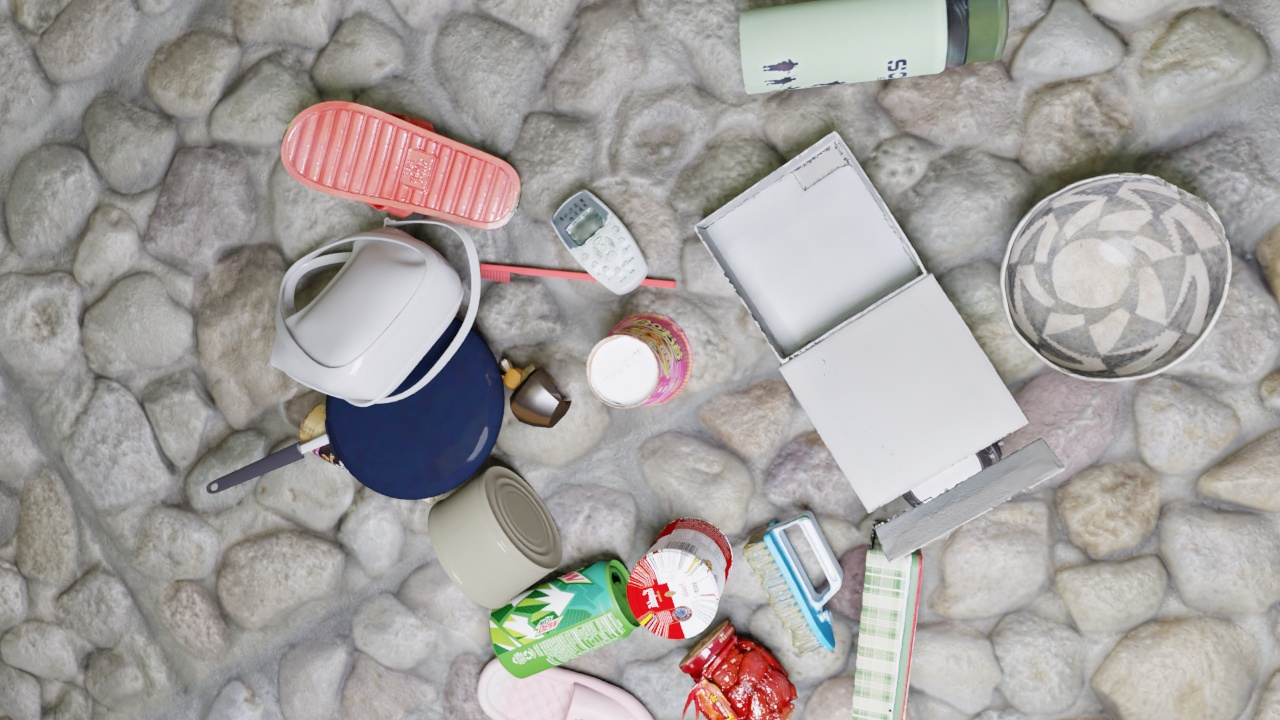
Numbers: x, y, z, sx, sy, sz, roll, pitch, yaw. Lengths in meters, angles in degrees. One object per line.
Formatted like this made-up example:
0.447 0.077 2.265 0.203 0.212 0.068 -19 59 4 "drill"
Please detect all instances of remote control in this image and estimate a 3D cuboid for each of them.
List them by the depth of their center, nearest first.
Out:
-0.040 -0.118 0.926 0.060 0.028 0.114 -39 79 6 "remote control"

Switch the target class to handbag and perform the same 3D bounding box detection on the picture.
-0.288 -0.065 0.946 0.223 0.095 0.215 26 72 37 "handbag"

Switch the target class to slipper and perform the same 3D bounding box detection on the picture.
-0.245 -0.202 0.959 0.248 0.059 0.103 14 99 -4 "slipper"
-0.076 0.388 0.987 0.222 0.055 0.107 23 99 11 "slipper"

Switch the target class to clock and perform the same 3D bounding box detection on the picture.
0.290 0.100 0.872 0.091 0.043 0.123 29 102 9 "clock"

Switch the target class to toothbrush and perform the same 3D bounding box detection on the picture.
-0.068 -0.083 0.953 0.213 0.012 0.018 6 98 13 "toothbrush"

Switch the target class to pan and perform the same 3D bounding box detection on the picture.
-0.309 0.074 0.963 0.357 0.021 0.198 -22 79 10 "pan"

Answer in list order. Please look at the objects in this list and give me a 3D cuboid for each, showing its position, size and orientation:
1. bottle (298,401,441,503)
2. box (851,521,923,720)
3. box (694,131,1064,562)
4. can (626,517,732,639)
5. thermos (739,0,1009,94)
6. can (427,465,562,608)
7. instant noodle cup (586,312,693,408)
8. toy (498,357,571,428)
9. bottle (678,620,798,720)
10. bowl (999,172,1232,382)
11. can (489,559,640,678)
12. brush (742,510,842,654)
-0.290 0.105 1.003 0.166 0.059 0.060 27 102 9 "bottle"
0.232 0.263 0.870 0.051 0.117 0.205 7 96 17 "box"
0.207 -0.020 0.851 0.166 0.098 0.368 -33 82 15 "box"
0.041 0.212 0.907 0.087 0.116 0.086 2 97 13 "can"
0.209 -0.295 0.832 0.232 0.082 0.082 -3 96 14 "thermos"
-0.147 0.180 0.943 0.073 0.127 0.128 -35 88 12 "can"
-0.005 0.005 0.898 0.098 0.108 0.098 2 97 13 "instant noodle cup"
-0.121 0.029 0.958 0.100 0.062 0.076 35 140 15 "toy"
0.095 0.330 0.920 0.099 0.098 0.111 -44 81 14 "bottle"
0.405 -0.073 0.805 0.178 0.081 0.178 2 97 14 "bowl"
-0.078 0.269 0.958 0.144 0.083 0.083 -26 90 13 "can"
0.164 0.224 0.910 0.075 0.055 0.136 -27 90 20 "brush"
